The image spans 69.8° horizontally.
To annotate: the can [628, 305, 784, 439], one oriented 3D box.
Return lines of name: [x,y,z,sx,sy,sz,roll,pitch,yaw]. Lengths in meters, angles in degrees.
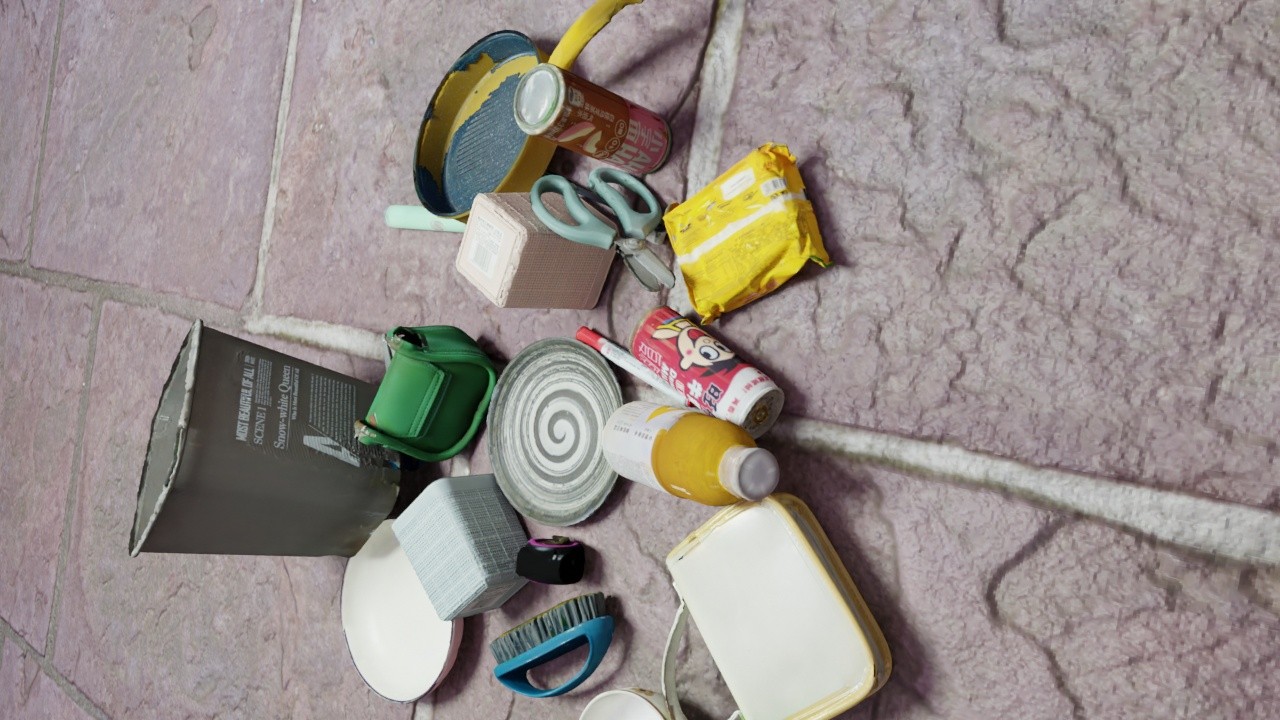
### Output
can: [0.052,0.009,0.750,0.133,0.053,0.053,38,109,34]

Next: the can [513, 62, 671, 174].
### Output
can: [-0.038,-0.202,0.779,0.058,0.147,0.058,-4,83,38]

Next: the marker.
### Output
marker: [-0.005,0.005,0.818,0.145,0.017,0.017,31,105,35]

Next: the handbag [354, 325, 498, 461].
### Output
handbag: [-0.215,0.033,0.918,0.068,0.120,0.131,41,113,39]

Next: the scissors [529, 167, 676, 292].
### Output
scissors: [-0.032,-0.108,0.774,0.019,0.143,0.179,106,151,-43]

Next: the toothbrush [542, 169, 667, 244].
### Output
toothbrush: [-0.041,-0.149,0.861,0.181,0.015,0.018,33,115,35]

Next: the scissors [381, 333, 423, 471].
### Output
scissors: [-0.268,0.047,1.026,0.133,0.012,0.172,17,95,40]

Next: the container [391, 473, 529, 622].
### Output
container: [-0.166,0.181,0.887,0.090,0.090,0.111,-45,64,27]

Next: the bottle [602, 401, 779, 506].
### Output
bottle: [0.036,0.073,0.711,0.190,0.068,0.068,8,91,61]

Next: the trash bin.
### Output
trash bin: [-0.380,0.098,0.947,0.199,0.219,0.198,-47,40,37]

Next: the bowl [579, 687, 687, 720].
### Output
bowl: [0.006,0.324,0.754,0.114,0.062,0.113,-5,81,38]

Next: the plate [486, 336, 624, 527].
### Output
plate: [-0.078,0.066,0.868,0.180,0.024,0.179,-3,85,37]

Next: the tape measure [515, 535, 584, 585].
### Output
tape measure: [-0.079,0.181,0.836,0.057,0.057,0.039,3,86,20]

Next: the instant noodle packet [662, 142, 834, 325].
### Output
instant noodle packet: [0.085,-0.101,0.740,0.129,0.044,0.110,-27,77,37]

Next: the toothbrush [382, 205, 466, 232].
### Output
toothbrush: [-0.198,-0.150,0.978,0.225,0.026,0.027,10,56,38]

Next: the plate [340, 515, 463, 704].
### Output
plate: [-0.248,0.261,0.974,0.193,0.039,0.192,-4,83,38]

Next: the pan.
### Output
pan: [-0.106,-0.252,0.856,0.358,0.078,0.197,-17,66,39]

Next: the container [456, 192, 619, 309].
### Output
container: [-0.096,-0.100,0.830,0.090,0.110,0.090,41,120,33]

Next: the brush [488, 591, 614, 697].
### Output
brush: [-0.078,0.264,0.830,0.144,0.055,0.073,-34,65,31]

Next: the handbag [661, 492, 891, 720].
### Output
handbag: [0.081,0.206,0.698,0.179,0.063,0.163,-39,64,21]
